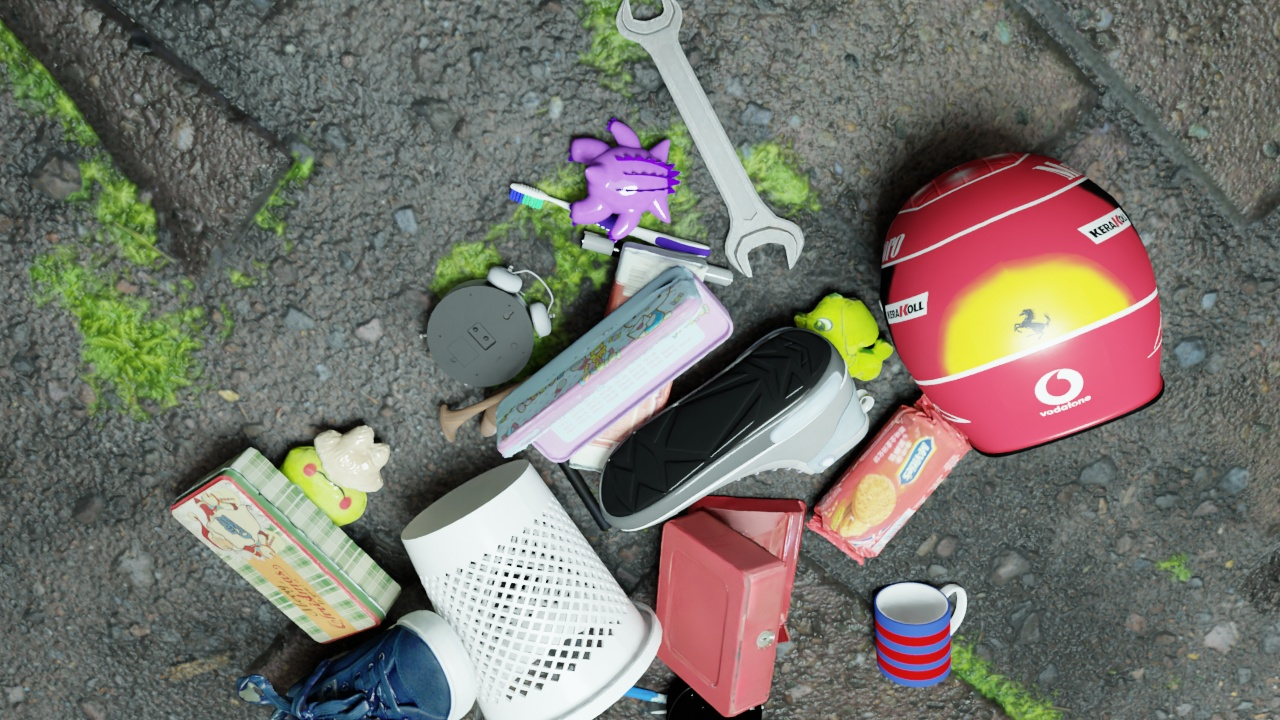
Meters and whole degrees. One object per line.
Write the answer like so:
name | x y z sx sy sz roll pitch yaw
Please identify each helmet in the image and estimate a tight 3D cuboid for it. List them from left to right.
helmet | 0.302 -0.055 0.751 0.198 0.270 0.224 -24 89 20

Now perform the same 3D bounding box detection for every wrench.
wrench | 0.062 -0.191 0.797 0.070 0.010 0.273 -28 109 7

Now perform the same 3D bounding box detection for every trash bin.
trash bin | -0.112 0.212 0.851 0.195 0.195 0.199 -27 100 6

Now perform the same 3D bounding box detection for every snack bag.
snack bag | -0.005 0.005 0.841 0.077 0.041 0.226 12 115 -9
snack bag | 0.243 0.115 0.888 0.082 0.082 0.177 33 106 -14

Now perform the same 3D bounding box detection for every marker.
marker | 0.015 -0.091 0.827 0.140 0.016 0.016 14 108 -8
marker | 0.028 0.369 0.999 0.142 0.013 0.013 16 108 -9

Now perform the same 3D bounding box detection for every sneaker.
sneaker | -0.262 0.304 0.830 0.295 0.127 0.120 -31 84 41
sneaker | 0.094 0.091 0.851 0.257 0.093 0.160 -38 135 8

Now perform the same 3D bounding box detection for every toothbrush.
toothbrush | -0.026 -0.122 0.814 0.186 0.015 0.016 17 113 -10

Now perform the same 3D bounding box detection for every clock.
clock | -0.134 -0.033 0.830 0.123 0.035 0.094 -38 108 9
clock | 0.080 0.366 0.976 0.120 0.042 0.091 -34 101 -2

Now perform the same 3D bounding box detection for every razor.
razor | -0.069 0.112 0.896 0.022 0.043 0.144 -50 117 -32

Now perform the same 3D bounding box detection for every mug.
mug | 0.297 0.277 0.956 0.111 0.075 0.076 -18 112 -26

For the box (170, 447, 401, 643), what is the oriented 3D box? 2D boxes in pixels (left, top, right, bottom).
box | -0.332 0.179 0.864 0.118 0.049 0.205 -23 115 37

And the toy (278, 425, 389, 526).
toy | -0.287 0.108 0.867 0.118 0.043 0.092 -38 106 13

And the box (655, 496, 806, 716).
box | 0.088 0.231 0.875 0.152 0.165 0.157 3 110 0

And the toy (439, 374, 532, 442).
toy | -0.130 0.045 0.854 0.102 0.041 0.055 -26 148 16

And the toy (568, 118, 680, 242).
toy | -0.013 -0.154 0.781 0.088 0.056 0.106 0 90 -14

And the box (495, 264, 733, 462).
box | -0.022 0.016 0.771 0.214 0.092 0.089 -38 111 14

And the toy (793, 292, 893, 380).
toy | 0.189 -0.019 0.855 0.094 0.036 0.094 -1 119 -1
